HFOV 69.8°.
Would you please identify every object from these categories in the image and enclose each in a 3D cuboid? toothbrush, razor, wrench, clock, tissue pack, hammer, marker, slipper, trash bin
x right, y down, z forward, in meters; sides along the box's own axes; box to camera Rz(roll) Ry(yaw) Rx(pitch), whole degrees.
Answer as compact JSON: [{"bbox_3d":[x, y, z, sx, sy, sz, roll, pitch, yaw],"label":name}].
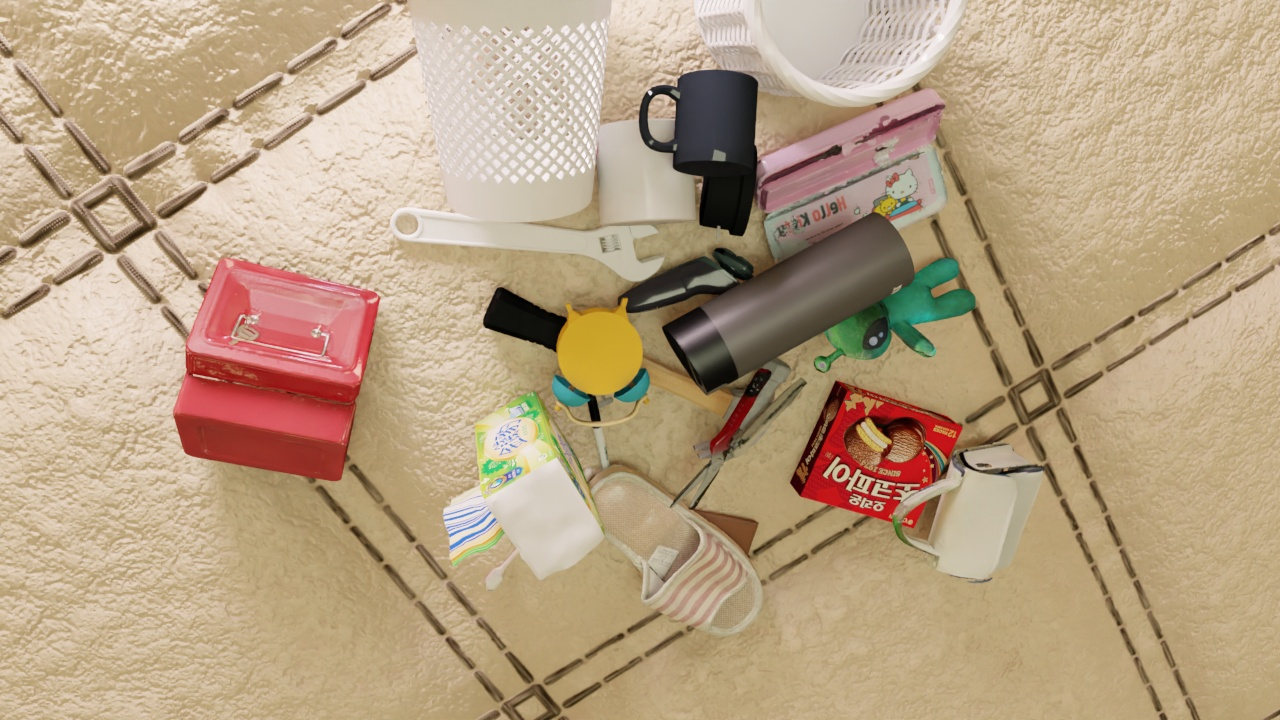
[{"bbox_3d":[-0.113,0.188,1.020,0.015,0.018,0.181,39,98,-20],"label":"toothbrush"},{"bbox_3d":[0.046,-0.077,0.946,0.143,0.047,0.052,-20,87,0],"label":"razor"},{"bbox_3d":[-0.109,-0.122,0.915,0.273,0.018,0.066,5,108,-11],"label":"wrench"},{"bbox_3d":[-0.041,0.004,0.920,0.099,0.043,0.130,-5,104,-7],"label":"clock"},{"bbox_3d":[-0.130,0.132,0.901,0.141,0.197,0.120,-30,105,-2],"label":"tissue pack"},{"bbox_3d":[-0.006,0.006,0.967,0.328,0.039,0.131,22,104,-16],"label":"hammer"},{"bbox_3d":[-0.041,0.104,1.007,0.011,0.011,0.152,-13,111,-6],"label":"marker"},{"bbox_3d":[0.038,0.223,1.027,0.115,0.052,0.263,-43,108,7],"label":"slipper"},{"bbox_3d":[-0.109,-0.237,0.796,0.195,0.195,0.200,-4,119,-9],"label":"trash bin"},{"bbox_3d":[0.086,-0.180,0.893,0.042,0.091,0.121,7,114,-2],"label":"clock"}]

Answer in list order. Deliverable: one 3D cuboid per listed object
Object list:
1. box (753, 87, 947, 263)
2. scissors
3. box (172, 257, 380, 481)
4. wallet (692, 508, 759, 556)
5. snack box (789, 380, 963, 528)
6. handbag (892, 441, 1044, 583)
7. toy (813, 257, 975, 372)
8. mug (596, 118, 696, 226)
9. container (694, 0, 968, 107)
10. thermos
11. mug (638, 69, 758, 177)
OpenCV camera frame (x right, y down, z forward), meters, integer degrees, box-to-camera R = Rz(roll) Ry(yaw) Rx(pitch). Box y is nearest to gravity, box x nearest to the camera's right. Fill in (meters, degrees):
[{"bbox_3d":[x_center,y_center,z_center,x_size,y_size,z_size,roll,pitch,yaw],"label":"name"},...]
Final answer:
[{"bbox_3d":[0.214,-0.186,0.939,0.201,0.066,0.154,-23,138,-2],"label":"box"},{"bbox_3d":[0.103,0.079,0.968,0.179,0.015,0.185,-28,143,-18],"label":"scissors"},{"bbox_3d":[-0.351,0.026,0.887,0.156,0.156,0.171,14,133,-15],"label":"box"},{"bbox_3d":[0.081,0.235,1.073,0.087,0.013,0.121,12,106,-14],"label":"wallet"},{"bbox_3d":[0.269,0.109,1.052,0.152,0.036,0.133,17,105,-15],"label":"snack box"},{"bbox_3d":[0.367,0.180,1.049,0.175,0.074,0.151,-2,115,-24],"label":"handbag"},{"bbox_3d":[0.261,-0.050,0.982,0.193,0.072,0.130,-20,72,-7],"label":"toy"},{"bbox_3d":[0.014,-0.177,0.878,0.121,0.091,0.090,-10,99,-51],"label":"mug"},{"bbox_3d":[0.156,-0.325,0.801,0.189,0.186,0.189,-3,109,-9],"label":"container"},{"bbox_3d":[0.146,-0.055,0.914,0.240,0.082,0.082,-29,111,-4],"label":"thermos"},{"bbox_3d":[0.049,-0.207,0.802,0.105,0.071,0.077,3,91,-16],"label":"mug"}]
